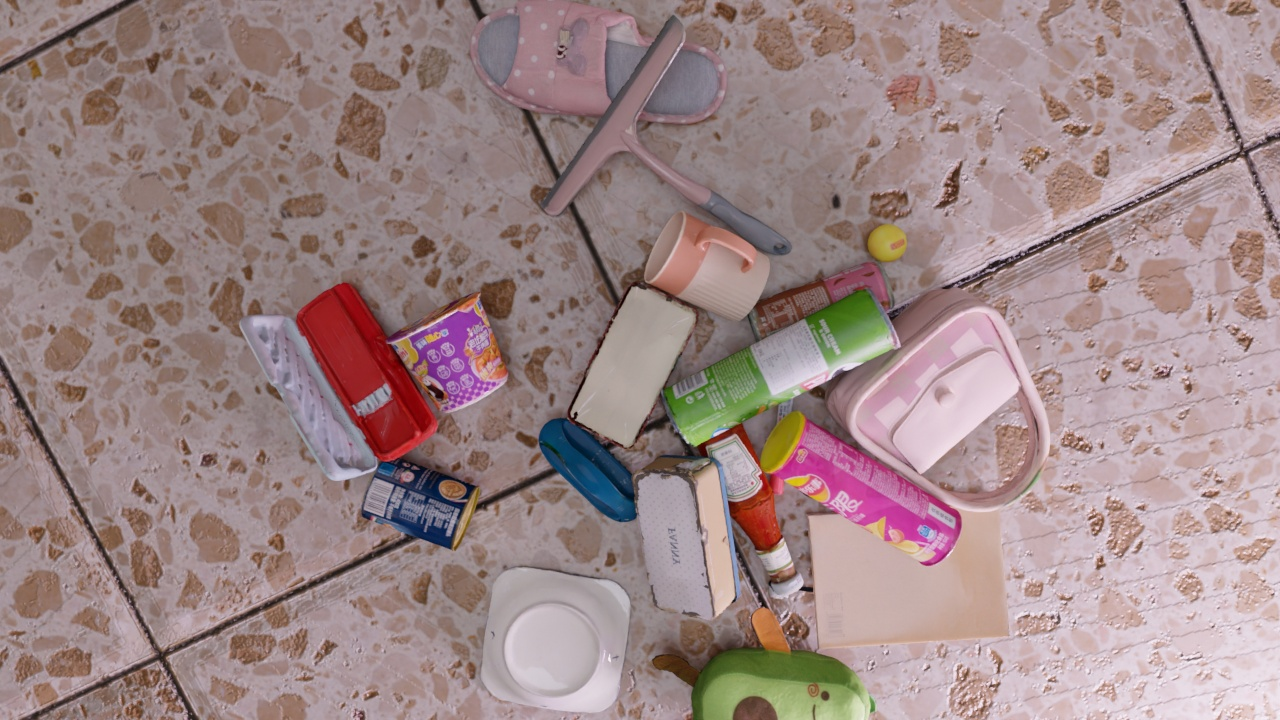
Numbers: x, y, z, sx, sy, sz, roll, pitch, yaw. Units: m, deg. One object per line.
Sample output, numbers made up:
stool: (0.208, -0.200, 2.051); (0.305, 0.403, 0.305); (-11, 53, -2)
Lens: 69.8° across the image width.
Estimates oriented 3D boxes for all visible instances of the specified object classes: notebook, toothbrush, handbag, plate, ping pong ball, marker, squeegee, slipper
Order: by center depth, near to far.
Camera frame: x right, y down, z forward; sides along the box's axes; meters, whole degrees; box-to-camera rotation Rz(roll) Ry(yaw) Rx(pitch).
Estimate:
squeegee: (0.059, -0.178, 0.956); (0.249, 0.040, 0.248); (33, 119, -13)
slipper: (-0.045, -0.308, 0.959); (0.274, 0.054, 0.114); (12, 97, 0)
ping pong ball: (0.262, -0.124, 0.973); (0.040, 0.040, 0.040); (0, 96, 2)
handbag: (0.333, 0.059, 0.976); (0.193, 0.093, 0.234); (-42, 101, 6)
marker: (0.157, 0.076, 1.011); (0.017, 0.017, 0.145); (6, 96, 2)
notebook: (0.294, 0.237, 1.012); (0.211, 0.012, 0.149); (-4, 88, 2)
toothbrush: (0.233, 0.265, 1.028); (0.181, 0.015, 0.018); (5, 102, 3)
plate: (-0.098, 0.322, 1.039); (0.163, 0.034, 0.164); (8, 95, 2)

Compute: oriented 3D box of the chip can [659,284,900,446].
chip can: (0.139, 0.007, 0.928); (0.236, 0.072, 0.072); (-27, 94, 9)

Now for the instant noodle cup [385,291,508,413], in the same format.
instant noodle cup: (-0.199, -0.005, 0.976); (0.111, 0.111, 0.099); (-24, 102, 4)

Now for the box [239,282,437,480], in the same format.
box: (-0.316, 0.018, 0.960); (0.119, 0.098, 0.201); (-34, 80, 1)

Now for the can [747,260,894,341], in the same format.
can: (0.190, -0.056, 0.974); (0.147, 0.058, 0.058); (-19, 95, 4)

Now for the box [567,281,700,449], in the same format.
box: (-0.006, 0.006, 0.980); (0.091, 0.076, 0.168); (26, 97, 0)

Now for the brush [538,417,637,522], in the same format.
brush: (-0.053, 0.120, 0.995); (0.144, 0.073, 0.055); (45, 93, -2)

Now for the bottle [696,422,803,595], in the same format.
bottle: (0.122, 0.158, 0.999); (0.060, 0.059, 0.206); (-25, 95, 4)

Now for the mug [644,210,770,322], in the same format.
mug: (0.075, -0.100, 0.940); (0.106, 0.115, 0.081); (25, 68, -15)

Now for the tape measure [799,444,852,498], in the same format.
tape measure: (0.196, 0.118, 1.005); (0.066, 0.033, 0.066); (11, 95, -1)

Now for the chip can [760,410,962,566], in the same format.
chip can: (0.230, 0.135, 0.955); (0.210, 0.071, 0.071); (32, 96, -10)

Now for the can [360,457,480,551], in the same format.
can: (-0.242, 0.155, 1.006); (0.111, 0.075, 0.075); (20, 96, 1)

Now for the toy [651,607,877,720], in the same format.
toy: (0.136, 0.377, 1.008); (0.247, 0.090, 0.227); (-5, 104, 7)

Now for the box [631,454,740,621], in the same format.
box: (0.050, 0.194, 0.982); (0.090, 0.060, 0.184); (3, 109, 35)
